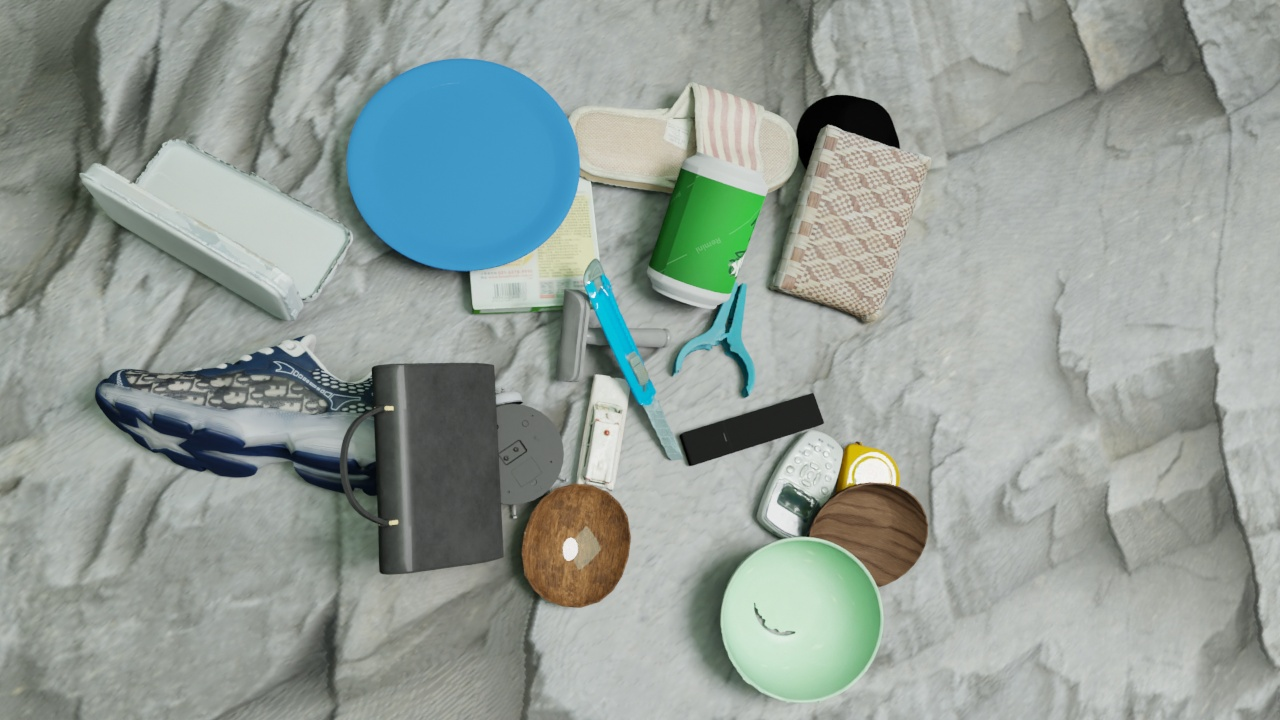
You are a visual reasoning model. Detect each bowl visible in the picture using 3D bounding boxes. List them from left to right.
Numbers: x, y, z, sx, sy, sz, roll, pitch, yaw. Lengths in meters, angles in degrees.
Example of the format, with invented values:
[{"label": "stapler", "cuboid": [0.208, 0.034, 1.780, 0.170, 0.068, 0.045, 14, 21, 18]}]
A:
[{"label": "bowl", "cuboid": [-0.062, 0.175, 0.870, 0.102, 0.026, 0.114, 17, 77, -12]}, {"label": "bowl", "cuboid": [0.144, 0.237, 0.864, 0.151, 0.077, 0.151, 0, 87, -5]}, {"label": "bowl", "cuboid": [0.239, -0.249, 1.010, 0.124, 0.053, 0.124, 2, 77, -10]}, {"label": "bowl", "cuboid": [0.220, 0.167, 0.907, 0.119, 0.032, 0.119, -2, 110, -5]}]

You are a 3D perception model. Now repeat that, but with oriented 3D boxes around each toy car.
[{"label": "toy car", "cuboid": [-0.035, 0.069, 0.894, 0.039, 0.039, 0.113, 11, 76, -8]}]

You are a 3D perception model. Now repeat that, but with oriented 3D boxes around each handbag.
[{"label": "handbag", "cuboid": [-0.188, 0.087, 0.752, 0.072, 0.195, 0.175, -5, 85, 15]}, {"label": "handbag", "cuboid": [0.222, -0.143, 0.972, 0.124, 0.047, 0.186, 17, 93, -8]}]

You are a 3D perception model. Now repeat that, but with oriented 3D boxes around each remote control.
[{"label": "remote control", "cuboid": [0.114, 0.070, 0.935, 0.150, 0.013, 0.034, -16, 81, -14]}, {"label": "remote control", "cuboid": [0.162, 0.125, 0.923, 0.060, 0.028, 0.114, 33, 74, -2]}]

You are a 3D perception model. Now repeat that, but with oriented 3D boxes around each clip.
[{"label": "clip", "cuboid": [0.072, -0.015, 0.942, 0.120, 0.033, 0.122, -16, 81, -10]}]

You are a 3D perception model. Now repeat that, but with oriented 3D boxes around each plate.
[{"label": "plate", "cuboid": [-0.173, -0.192, 0.907, 0.224, 0.024, 0.224, 2, 77, -7]}]

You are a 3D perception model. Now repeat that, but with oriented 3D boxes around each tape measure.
[{"label": "tape measure", "cuboid": [0.233, 0.119, 0.937, 0.059, 0.030, 0.068, 12, 82, -7]}]

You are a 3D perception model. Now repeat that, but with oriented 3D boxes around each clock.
[{"label": "clock", "cuboid": [-0.129, 0.082, 0.876, 0.094, 0.035, 0.122, -34, 85, -16]}]

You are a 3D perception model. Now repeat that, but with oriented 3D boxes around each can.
[{"label": "can", "cuboid": [0.065, -0.128, 0.909, 0.088, 0.087, 0.140, 17, 104, -6]}]

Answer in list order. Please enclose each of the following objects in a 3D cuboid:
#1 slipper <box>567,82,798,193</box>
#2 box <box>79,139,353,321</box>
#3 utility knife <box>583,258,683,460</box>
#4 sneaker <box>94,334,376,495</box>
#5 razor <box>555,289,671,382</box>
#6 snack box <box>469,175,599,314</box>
[{"label": "slipper", "cuboid": [0.049, -0.231, 0.962, 0.262, 0.052, 0.115, -2, 79, -18]}, {"label": "box", "cuboid": [-0.387, -0.134, 0.842, 0.210, 0.105, 0.129, 26, 70, -4]}, {"label": "utility knife", "cuboid": [-0.005, 0.005, 0.888, 0.031, 0.015, 0.220, -35, 110, -30]}, {"label": "sneaker", "cuboid": [-0.336, 0.031, 0.830, 0.269, 0.103, 0.132, 12, 61, -8]}, {"label": "razor", "cuboid": [-0.024, -0.024, 0.912, 0.116, 0.047, 0.088, 1, 105, -26]}, {"label": "snack box", "cuboid": [-0.111, -0.131, 0.932, 0.132, 0.027, 0.168, -4, 78, -12]}]
